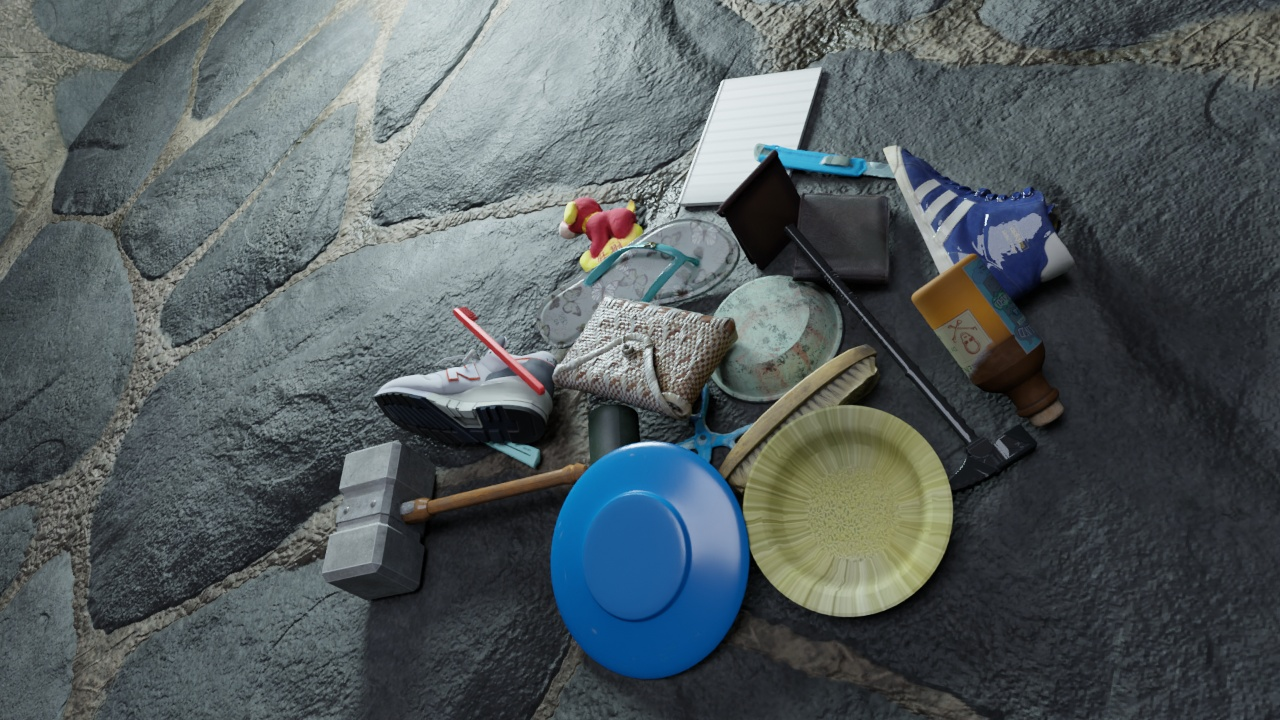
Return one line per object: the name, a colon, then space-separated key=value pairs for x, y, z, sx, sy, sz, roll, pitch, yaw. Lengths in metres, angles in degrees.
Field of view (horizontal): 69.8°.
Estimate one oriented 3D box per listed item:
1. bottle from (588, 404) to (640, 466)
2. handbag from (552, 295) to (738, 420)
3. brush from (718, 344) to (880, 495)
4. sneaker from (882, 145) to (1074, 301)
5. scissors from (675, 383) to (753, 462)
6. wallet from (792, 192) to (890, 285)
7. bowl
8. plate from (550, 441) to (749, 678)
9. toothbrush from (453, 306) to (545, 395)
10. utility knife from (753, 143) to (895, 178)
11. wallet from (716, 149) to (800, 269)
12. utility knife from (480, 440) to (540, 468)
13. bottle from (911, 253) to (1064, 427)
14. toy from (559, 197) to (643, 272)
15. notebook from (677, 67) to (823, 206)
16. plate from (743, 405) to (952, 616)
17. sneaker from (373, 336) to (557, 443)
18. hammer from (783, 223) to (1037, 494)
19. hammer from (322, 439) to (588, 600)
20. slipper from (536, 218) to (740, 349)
bottle: x=-0.024 y=0.134 z=0.955 sx=0.055 sy=0.055 sz=0.174 roll=-17 pitch=58 yaw=21
handbag: x=0.000 y=-0.008 z=0.979 sx=0.186 sy=0.047 sz=0.124 roll=13 pitch=59 yaw=38
brush: x=0.157 y=0.058 z=0.890 sx=0.195 sy=0.059 sz=0.043 roll=-40 pitch=60 yaw=-2
sneaker: x=0.332 y=-0.154 z=0.900 sx=0.119 sy=0.091 sz=0.232 roll=-26 pitch=50 yaw=20
scissors: x=0.073 y=0.074 z=0.964 sx=0.134 sy=0.011 sz=0.139 roll=-22 pitch=51 yaw=20
wallet: x=0.216 y=-0.130 z=0.982 sx=0.099 sy=0.031 sz=0.119 roll=4 pitch=58 yaw=10
bowl: x=0.134 y=-0.033 z=0.977 sx=0.158 sy=0.038 sz=0.157 roll=-16 pitch=53 yaw=22
plate: x=-0.002 y=0.187 z=0.879 sx=0.225 sy=0.024 sz=0.224 roll=-9 pitch=73 yaw=31
toothbrush: x=-0.166 y=-0.016 z=1.084 sx=0.017 sy=0.012 sz=0.212 roll=-24 pitch=41 yaw=-28
utility knife: x=0.226 y=-0.230 z=1.067 sx=0.222 sy=0.015 sz=0.031 roll=16 pitch=73 yaw=31
wallet: x=0.136 y=-0.163 z=1.012 sx=0.091 sy=0.115 sz=0.018 roll=-46 pitch=49 yaw=-3
utility knife: x=-0.175 y=0.096 z=1.102 sx=0.166 sy=0.015 sz=0.022 roll=17 pitch=70 yaw=42
bottle: x=0.311 y=-0.013 z=0.805 sx=0.068 sy=0.068 sz=0.157 roll=-36 pitch=84 yaw=6
toy: x=-0.046 y=-0.164 z=1.164 sx=0.105 sy=0.067 sz=0.137 roll=-44 pitch=54 yaw=2
notebook: x=0.139 y=-0.283 z=1.163 sx=0.143 sy=0.009 sz=0.209 roll=3 pitch=62 yaw=33
plate: x=0.186 y=0.134 z=0.821 sx=0.185 sy=0.036 sz=0.184 roll=-9 pitch=70 yaw=25
sneaker: x=-0.198 y=0.030 z=1.114 sx=0.240 sy=0.089 sz=0.124 roll=5 pitch=48 yaw=26
hammer: x=0.226 y=-0.017 z=0.871 sx=0.095 sy=0.015 sz=0.324 roll=-32 pitch=60 yaw=-2
hammer: x=-0.197 y=0.156 z=1.025 sx=0.318 sy=0.083 sz=0.162 roll=-16 pitch=53 yaw=22
slipper: x=-0.015 y=-0.098 z=1.085 sx=0.269 sy=0.054 sz=0.098 roll=-22 pitch=74 yaw=20
